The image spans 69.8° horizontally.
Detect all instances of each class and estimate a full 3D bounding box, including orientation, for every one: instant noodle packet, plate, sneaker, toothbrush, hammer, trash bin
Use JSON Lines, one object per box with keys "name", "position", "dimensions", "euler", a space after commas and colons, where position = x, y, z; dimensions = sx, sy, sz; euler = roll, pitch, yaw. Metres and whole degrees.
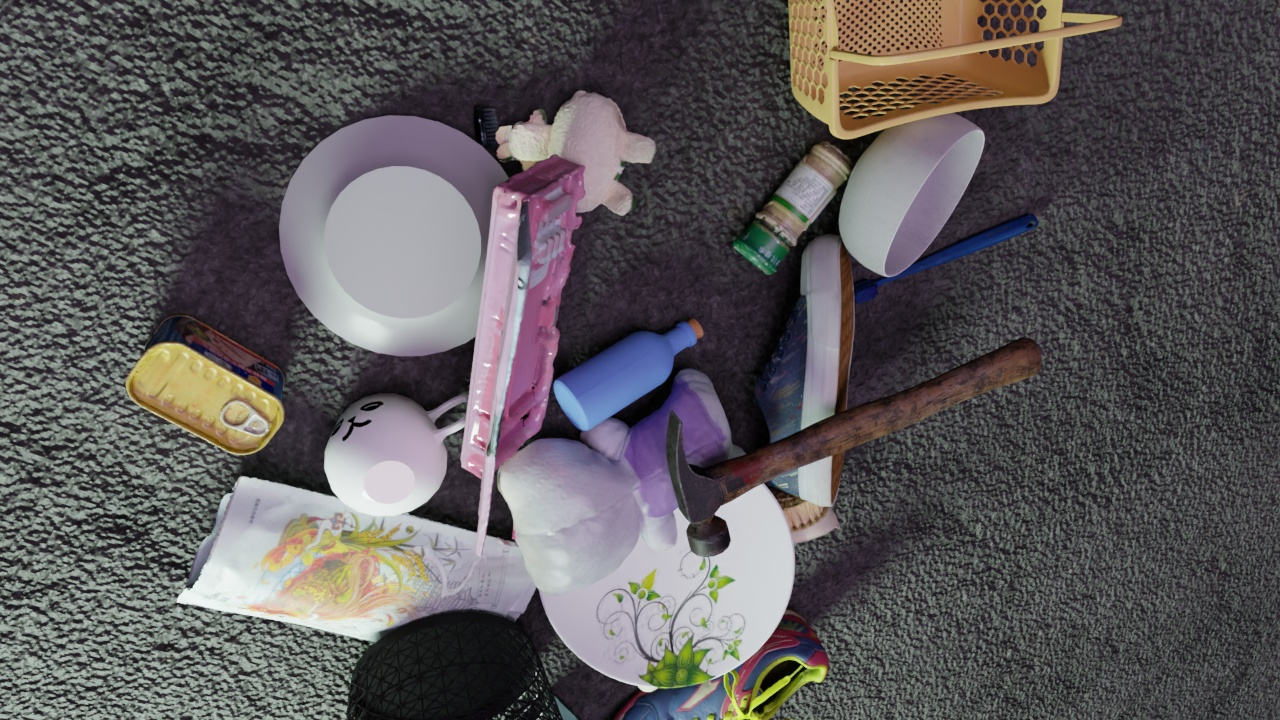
{"name": "instant noodle packet", "position": [-0.217, 0.182, 0.752], "dimensions": [0.269, 0.057, 0.147], "euler": [23, 112, -27]}
{"name": "plate", "position": [0.022, 0.182, 0.827], "dimensions": [0.229, 0.030, 0.229], "euler": [0, 99, -1]}
{"name": "sneaker", "position": [0.135, 0.010, 0.780], "dimensions": [0.079, 0.087, 0.236], "euler": [6, 106, 21]}
{"name": "toothbrush", "position": [0.269, -0.090, 0.811], "dimensions": [0.190, 0.017, 0.016], "euler": [-22, 119, -8]}
{"name": "plate", "position": [-0.167, -0.084, 0.651], "dimensions": [0.172, 0.019, 0.173], "euler": [-2, 106, -9]}
{"name": "hammer", "position": [0.177, 0.043, 0.731], "dimensions": [0.330, 0.033, 0.120], "euler": [-21, 115, -12]}
{"name": "trash bin", "position": [-0.139, 0.349, 0.724], "dimensions": [0.216, 0.243, 0.217], "euler": [-10, 130, -13]}
{"name": "toothbrush", "position": [-0.103, -0.096, 0.688], "dimensions": [0.017, 0.014, 0.188], "euler": [-15, 117, -20]}
{"name": "sneaker", "position": [0.073, 0.337, 0.895], "dimensions": [0.242, 0.091, 0.116], "euler": [-35, 121, 0]}

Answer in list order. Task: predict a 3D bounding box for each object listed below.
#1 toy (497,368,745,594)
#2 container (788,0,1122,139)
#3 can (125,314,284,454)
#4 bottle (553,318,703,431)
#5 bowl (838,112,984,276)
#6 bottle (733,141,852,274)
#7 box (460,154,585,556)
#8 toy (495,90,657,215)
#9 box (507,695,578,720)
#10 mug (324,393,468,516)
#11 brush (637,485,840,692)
{"name": "toy", "position": [-0.012, 0.105, 0.754], "dimensions": [0.209, 0.085, 0.137], "euler": [-27, 98, -4]}
{"name": "container", "position": [0.210, -0.235, 0.642], "dimensions": [0.183, 0.167, 0.129], "euler": [-13, 116, -12]}
{"name": "can", "position": [-0.302, 0.016, 0.647], "dimensions": [0.100, 0.059, 0.054], "euler": [37, 98, -28]}
{"name": "bottle", "position": [-0.004, 0.004, 0.743], "dimensions": [0.131, 0.048, 0.048], "euler": [-32, 120, -21]}
{"name": "bowl", "position": [0.204, -0.137, 0.724], "dimensions": [0.131, 0.064, 0.132], "euler": [-41, 154, -26]}
{"name": "bottle", "position": [0.123, -0.122, 0.734], "dimensions": [0.042, 0.042, 0.110], "euler": [35, 98, -28]}
{"name": "box", "position": [-0.092, -0.008, 0.627], "dimensions": [0.055, 0.179, 0.233], "euler": [14, 120, 1]}
{"name": "toy", "position": [-0.044, -0.150, 0.663], "dimensions": [0.112, 0.050, 0.087], "euler": [18, 114, 10]}
{"name": "box", "position": [-0.051, 0.406, 0.901], "dimensions": [0.079, 0.077, 0.189], "euler": [-42, 118, -16]}
{"name": "mug", "position": [-0.179, 0.065, 0.699], "dimensions": [0.124, 0.076, 0.090], "euler": [-31, 119, -3]}
{"name": "brush", "position": [0.082, 0.216, 0.869], "dimensions": [0.077, 0.062, 0.272], "euler": [40, 103, -1]}
